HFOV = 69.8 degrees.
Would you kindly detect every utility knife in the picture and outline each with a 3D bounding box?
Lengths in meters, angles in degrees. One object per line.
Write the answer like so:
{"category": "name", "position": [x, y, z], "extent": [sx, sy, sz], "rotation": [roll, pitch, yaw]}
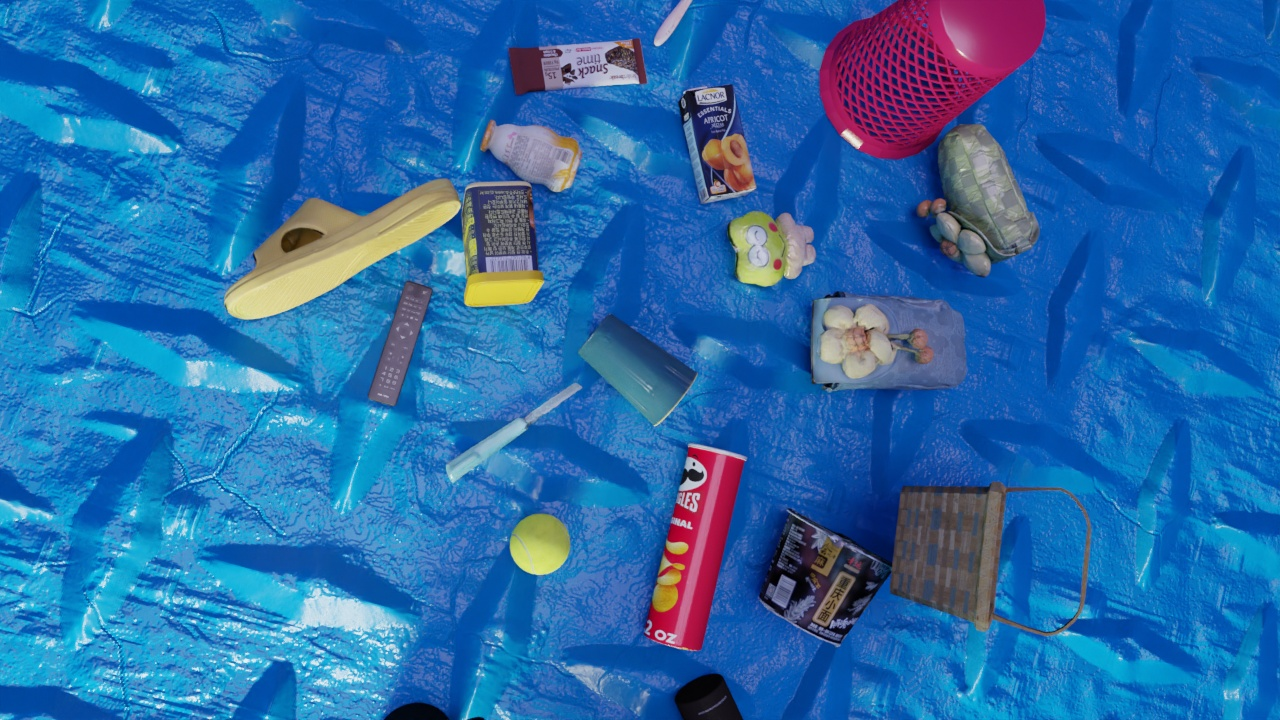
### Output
{"category": "utility knife", "position": [-0.140, 0.077, 1.024], "extent": [0.179, 0.016, 0.022], "rotation": [-34, 95, -11]}

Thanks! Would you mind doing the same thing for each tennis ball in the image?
{"category": "tennis ball", "position": [-0.109, 0.199, 0.998], "extent": [0.065, 0.065, 0.065], "rotation": [1, 86, -13]}

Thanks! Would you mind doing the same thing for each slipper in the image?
{"category": "slipper", "position": [-0.316, -0.132, 0.952], "extent": [0.263, 0.099, 0.078], "rotation": [-29, 88, -11]}

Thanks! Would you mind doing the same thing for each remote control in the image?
{"category": "remote control", "position": [-0.262, -0.019, 1.002], "extent": [0.032, 0.015, 0.136], "rotation": [18, 80, -12]}

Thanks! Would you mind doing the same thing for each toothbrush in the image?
{"category": "toothbrush", "position": [0.067, -0.451, 1.108], "extent": [0.015, 0.018, 0.181], "rotation": [35, 80, -8]}

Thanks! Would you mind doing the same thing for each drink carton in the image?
{"category": "drink carton", "position": [0.091, -0.257, 1.089], "extent": [0.064, 0.040, 0.130], "rotation": [-12, 89, -14]}

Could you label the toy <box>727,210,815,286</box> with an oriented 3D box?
{"category": "toy", "position": [0.159, -0.135, 1.095], "extent": [0.115, 0.046, 0.092], "rotation": [-8, 85, -22]}

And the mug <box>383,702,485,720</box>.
{"category": "mug", "position": [-0.215, 0.401, 0.944], "extent": [0.121, 0.094, 0.085], "rotation": [-21, 92, -14]}

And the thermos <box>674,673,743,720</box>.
{"category": "thermos", "position": [0.114, 0.472, 1.035], "extent": [0.061, 0.061, 0.231], "rotation": [-26, 92, -14]}

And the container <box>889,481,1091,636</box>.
{"category": "container", "position": [0.388, 0.210, 1.008], "extent": [0.187, 0.249, 0.157], "rotation": [6, 84, 23]}

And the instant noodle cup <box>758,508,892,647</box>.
{"category": "instant noodle cup", "position": [0.203, 0.249, 1.043], "extent": [0.137, 0.137, 0.112], "rotation": [29, 88, -10]}

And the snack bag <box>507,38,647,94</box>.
{"category": "snack bag", "position": [-0.072, -0.343, 1.070], "extent": [0.157, 0.013, 0.057], "rotation": [-8, 90, -14]}

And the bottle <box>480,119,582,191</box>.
{"category": "bottle", "position": [-0.122, -0.232, 1.024], "extent": [0.108, 0.063, 0.063], "rotation": [20, 82, -12]}

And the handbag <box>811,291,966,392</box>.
{"category": "handbag", "position": [0.295, -0.020, 1.082], "extent": [0.192, 0.119, 0.121], "rotation": [4, 85, -8]}

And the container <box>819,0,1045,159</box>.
{"category": "container", "position": [0.339, -0.354, 1.057], "extent": [0.183, 0.226, 0.183], "rotation": [1, 86, -13]}

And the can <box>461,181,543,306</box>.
{"category": "can", "position": [-0.151, -0.121, 0.975], "extent": [0.075, 0.135, 0.104], "rotation": [-4, 85, -14]}

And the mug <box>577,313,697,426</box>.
{"category": "mug", "position": [-0.006, 0.006, 1.034], "extent": [0.121, 0.078, 0.078], "rotation": [39, 78, -3]}

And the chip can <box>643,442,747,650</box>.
{"category": "chip can", "position": [0.062, 0.209, 1.036], "extent": [0.069, 0.069, 0.220], "rotation": [15, 83, -12]}

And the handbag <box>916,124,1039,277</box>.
{"category": "handbag", "position": [0.402, -0.194, 1.130], "extent": [0.117, 0.113, 0.186], "rotation": [-21, 88, 0]}
